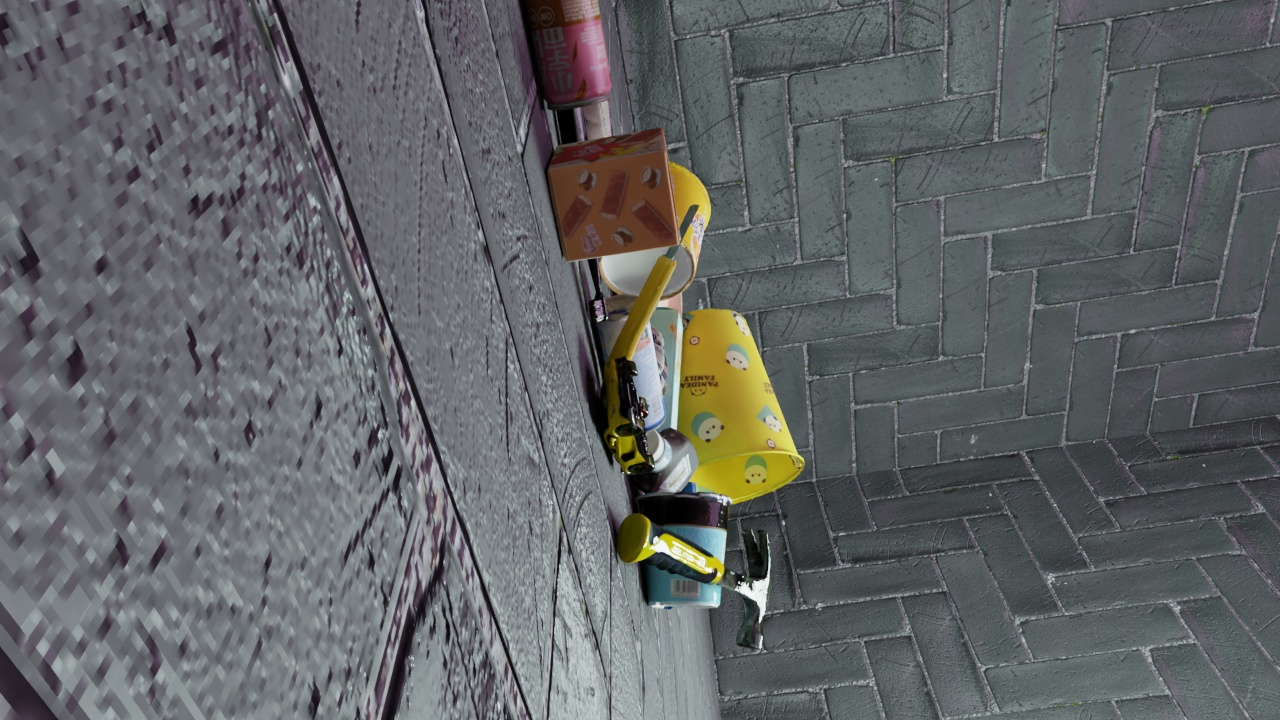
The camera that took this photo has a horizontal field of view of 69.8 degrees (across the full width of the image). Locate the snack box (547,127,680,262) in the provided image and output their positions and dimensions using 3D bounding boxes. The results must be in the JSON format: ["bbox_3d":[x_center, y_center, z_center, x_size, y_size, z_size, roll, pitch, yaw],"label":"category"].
[{"bbox_3d":[-0.020,-0.137,0.751,0.092,0.094,0.077,-90,171,-65],"label":"snack box"}]

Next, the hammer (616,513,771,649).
[{"bbox_3d":[0.066,0.206,0.921,0.323,0.032,0.126,39,57,-54],"label":"hammer"}]

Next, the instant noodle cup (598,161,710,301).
[{"bbox_3d":[0.010,-0.140,1.040,0.138,0.138,0.109,78,13,-47],"label":"instant noodle cup"}]

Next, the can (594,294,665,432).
[{"bbox_3d":[-0.010,0.004,0.910,0.053,0.053,0.135,-92,173,-59],"label":"can"}]

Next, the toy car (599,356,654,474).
[{"bbox_3d":[-0.014,0.050,0.822,0.156,0.041,0.071,78,4,-62],"label":"toy car"}]

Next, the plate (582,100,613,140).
[{"bbox_3d":[-0.061,-0.304,0.958,0.192,0.039,0.192,-6,88,-87],"label":"plate"}]

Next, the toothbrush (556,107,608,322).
[{"bbox_3d":[-0.052,-0.140,0.837,0.027,0.026,0.213,-17,102,-51],"label":"toothbrush"}]

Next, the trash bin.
[{"bbox_3d":[0.108,0.074,1.427,0.230,0.229,0.255,74,3,-65],"label":"trash bin"}]

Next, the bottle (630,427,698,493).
[{"bbox_3d":[0.021,0.111,1.022,0.044,0.080,0.195,36,-7,19],"label":"bottle"}]

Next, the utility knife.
[{"bbox_3d":[0.008,-0.052,0.809,0.033,0.015,0.210,-106,-145,-48],"label":"utility knife"}]

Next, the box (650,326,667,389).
[{"bbox_3d":[-0.005,0.010,1.040,0.162,0.076,0.088,-97,-159,-74],"label":"box"}]

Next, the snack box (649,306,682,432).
[{"bbox_3d":[0.022,0.026,1.153,0.074,0.052,0.174,67,26,-75],"label":"snack box"}]

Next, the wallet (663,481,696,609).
[{"bbox_3d":[0.045,0.227,1.123,0.107,0.040,0.132,126,-34,-54],"label":"wallet"}]

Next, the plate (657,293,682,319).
[{"bbox_3d":[0.013,-0.081,1.271,0.229,0.028,0.229,0,90,-71],"label":"plate"}]

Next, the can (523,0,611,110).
[{"bbox_3d":[-0.062,-0.277,0.725,0.057,0.058,0.147,-90,171,-67],"label":"can"}]

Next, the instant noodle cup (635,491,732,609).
[{"bbox_3d":[0.048,0.214,1.021,0.111,0.111,0.120,70,19,-72],"label":"instant noodle cup"}]
